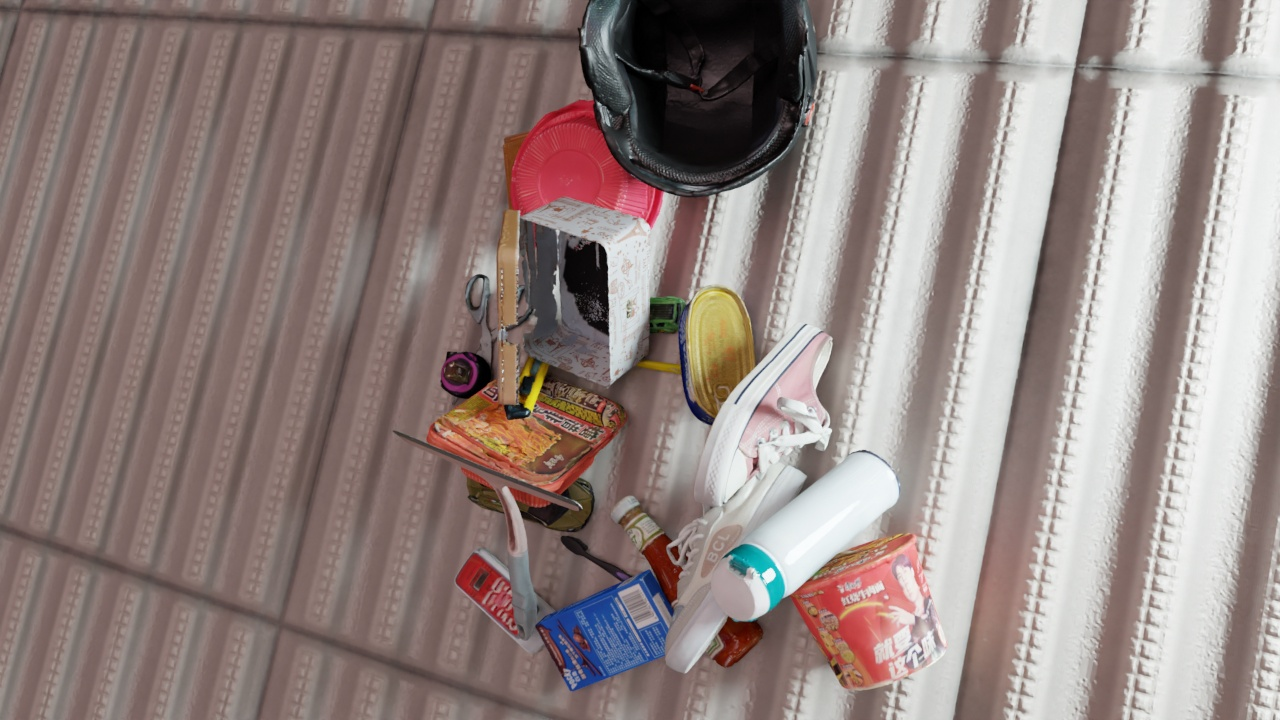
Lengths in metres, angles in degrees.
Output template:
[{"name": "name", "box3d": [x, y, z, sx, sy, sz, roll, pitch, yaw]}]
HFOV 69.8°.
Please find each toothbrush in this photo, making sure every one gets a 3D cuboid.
[{"name": "toothbrush", "box3d": [-0.006, 0.006, 1.053, 0.190, 0.015, 0.016, 7, 90, 20]}, {"name": "toothbrush", "box3d": [-0.011, 0.245, 1.020, 0.189, 0.016, 0.014, 29, 103, 18]}]

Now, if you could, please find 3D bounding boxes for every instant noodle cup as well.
[{"name": "instant noodle cup", "box3d": [-0.123, 0.090, 1.015, 0.165, 0.188, 0.079, 22, 123, 22]}, {"name": "instant noodle cup", "box3d": [0.221, 0.241, 0.876, 0.138, 0.137, 0.108, -25, 82, 14]}, {"name": "instant noodle cup", "box3d": [-0.073, -0.204, 1.059, 0.194, 0.065, 0.194, 2, 97, 16]}]

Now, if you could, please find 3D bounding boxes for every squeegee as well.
[{"name": "squeegee", "box3d": [-0.134, 0.195, 0.955, 0.248, 0.040, 0.250, 15, 127, 33]}]

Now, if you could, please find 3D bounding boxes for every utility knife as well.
[{"name": "utility knife", "box3d": [-0.124, 0.015, 1.038, 0.033, 0.164, 0.015, 13, 125, 0]}]

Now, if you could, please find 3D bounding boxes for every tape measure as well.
[{"name": "tape measure", "box3d": [-0.211, 0.017, 1.102, 0.058, 0.039, 0.057, 12, 90, 21]}]

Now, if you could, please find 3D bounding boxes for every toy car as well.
[{"name": "toy car", "box3d": [-0.128, 0.151, 1.060, 0.158, 0.042, 0.070, 12, 86, 18]}, {"name": "toy car", "box3d": [0.007, -0.054, 1.049, 0.091, 0.036, 0.043, -1, 82, 23]}]

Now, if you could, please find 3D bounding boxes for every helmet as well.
[{"name": "helmet", "box3d": [0.067, -0.292, 0.964, 0.234, 0.230, 0.274, 2, 86, 12]}]

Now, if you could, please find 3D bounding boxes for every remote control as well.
[{"name": "remote control", "box3d": [-0.155, 0.276, 1.059, 0.136, 0.020, 0.056, 36, 93, 21]}]

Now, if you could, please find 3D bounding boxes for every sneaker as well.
[{"name": "sneaker", "box3d": [0.141, 0.058, 0.912, 0.088, 0.118, 0.240, 26, 55, 24]}, {"name": "sneaker", "box3d": [0.074, 0.188, 0.916, 0.091, 0.090, 0.241, 28, 62, 14]}]

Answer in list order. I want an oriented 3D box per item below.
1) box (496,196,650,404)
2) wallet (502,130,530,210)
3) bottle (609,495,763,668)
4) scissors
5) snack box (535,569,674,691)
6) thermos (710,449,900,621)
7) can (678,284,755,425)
[{"name": "box", "box3d": [-0.100, -0.060, 0.968, 0.154, 0.180, 0.183, 19, 126, 28]}, {"name": "wallet", "box3d": [-0.105, -0.245, 1.118, 0.131, 0.035, 0.119, -9, 80, 18]}, {"name": "bottle", "box3d": [0.043, 0.229, 0.975, 0.060, 0.059, 0.206, -45, 70, 7]}, {"name": "scissors", "box3d": [-0.186, -0.027, 1.125, 0.160, 0.014, 0.175, -30, 75, 15]}, {"name": "snack box", "box3d": [-0.033, 0.290, 0.980, 0.157, 0.026, 0.084, -30, 88, 28]}, {"name": "thermos", "box3d": [0.157, 0.166, 0.869, 0.073, 0.223, 0.073, 29, 134, 36]}, {"name": "can", "box3d": [0.081, -0.005, 0.991, 0.074, 0.049, 0.148, -2, 78, -12]}]
